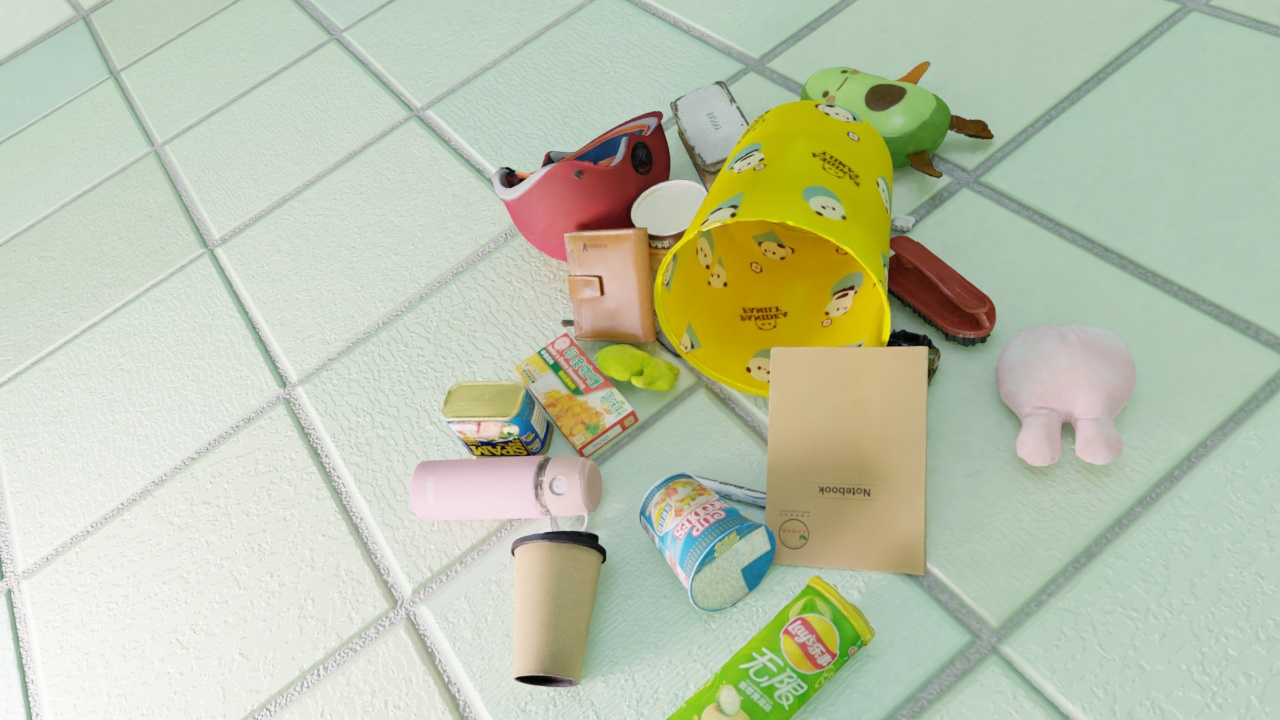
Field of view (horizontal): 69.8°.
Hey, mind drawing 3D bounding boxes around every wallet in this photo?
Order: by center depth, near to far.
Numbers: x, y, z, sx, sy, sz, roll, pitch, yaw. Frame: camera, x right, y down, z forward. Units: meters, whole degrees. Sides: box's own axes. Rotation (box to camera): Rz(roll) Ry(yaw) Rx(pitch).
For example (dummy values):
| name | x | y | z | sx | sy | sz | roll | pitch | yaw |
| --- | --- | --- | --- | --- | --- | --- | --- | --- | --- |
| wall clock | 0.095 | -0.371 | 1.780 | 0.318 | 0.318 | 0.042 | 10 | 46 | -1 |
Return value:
| name | x | y | z | sx | sy | sz | roll | pitch | yaw |
| --- | --- | --- | --- | --- | --- | --- | --- | --- | --- |
| wallet | -0.039 | -0.086 | 1.055 | 0.119 | 0.131 | 0.035 | 1 | 14 | 26 |

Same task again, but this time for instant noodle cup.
| name | x | y | z | sx | sy | sz | roll | pitch | yaw |
| --- | --- | --- | --- | --- | --- | --- | --- | --- | --- |
| instant noodle cup | 0.055 | 0.164 | 0.863 | 0.099 | 0.099 | 0.110 | -38 | 43 | -12 |
| instant noodle cup | 0.048 | -0.142 | 1.086 | 0.118 | 0.114 | 0.118 | -10 | 50 | 12 |

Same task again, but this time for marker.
| name | x | y | z | sx | sy | sz | roll | pitch | yaw |
| --- | --- | --- | --- | --- | --- | --- | --- | --- | --- |
| marker | 0.101 | 0.133 | 0.913 | 0.146 | 0.017 | 0.016 | 10 | 58 | 27 |

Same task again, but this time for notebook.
| name | x | y | z | sx | sy | sz | roll | pitch | yaw |
| --- | --- | --- | --- | --- | --- | --- | --- | --- | --- |
| notebook | 0.191 | 0.089 | 0.857 | 0.148 | 0.008 | 0.207 | 0 | 82 | 20 |

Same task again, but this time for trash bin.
| name | x | y | z | sx | sy | sz | roll | pitch | yaw |
| --- | --- | --- | --- | --- | --- | --- | --- | --- | --- |
| trash bin | 0.158 | -0.129 | 0.963 | 0.230 | 0.230 | 0.254 | 2 | 45 | 22 |

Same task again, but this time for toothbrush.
| name | x | y | z | sx | sy | sz | roll | pitch | yaw |
| --- | --- | --- | --- | --- | --- | --- | --- | --- | --- |
| toothbrush | 0.239 | -0.175 | 1.107 | 0.180 | 0.016 | 0.016 | 12 | 64 | 27 |

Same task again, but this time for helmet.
| name | x | y | z | sx | sy | sz | roll | pitch | yaw |
| --- | --- | --- | --- | --- | --- | --- | --- | --- | --- |
| helmet | -0.054 | -0.210 | 1.157 | 0.239 | 0.144 | 0.207 | -33 | 22 | -30 |

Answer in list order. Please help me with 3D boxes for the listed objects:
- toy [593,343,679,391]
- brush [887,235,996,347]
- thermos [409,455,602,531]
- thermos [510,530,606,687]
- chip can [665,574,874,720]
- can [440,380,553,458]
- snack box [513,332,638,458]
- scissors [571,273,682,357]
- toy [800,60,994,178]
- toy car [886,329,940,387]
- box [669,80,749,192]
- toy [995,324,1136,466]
| name | x | y | z | sx | sy | sz | roll | pitch | yaw |
| --- | --- | --- | --- | --- | --- | --- | --- | --- | --- |
| toy | -0.006 | 0.006 | 1.030 | 0.100 | 0.031 | 0.096 | 10 | 23 | 7 |
| brush | 0.313 | -0.074 | 0.964 | 0.063 | 0.069 | 0.146 | -34 | 50 | -6 |
| thermos | -0.140 | 0.145 | 0.968 | 0.199 | 0.067 | 0.087 | -3 | 84 | 16 |
| thermos | -0.081 | 0.229 | 0.864 | 0.093 | 0.093 | 0.143 | -6 | 60 | 16 |
| chip can | 0.093 | 0.279 | 0.765 | 0.221 | 0.073 | 0.072 | -40 | 51 | -12 |
| can | -0.159 | 0.067 | 1.017 | 0.102 | 0.083 | 0.057 | -2 | 53 | 19 |
| snack box | -0.075 | 0.038 | 1.046 | 0.077 | 0.027 | 0.156 | -35 | 50 | -10 |
| scissors | -0.012 | -0.048 | 1.079 | 0.180 | 0.019 | 0.144 | 48 | 115 | 16 |
| toy | 0.298 | -0.300 | 1.136 | 0.247 | 0.090 | 0.226 | 32 | 63 | 33 |
| toy car | 0.248 | 0.033 | 0.921 | 0.070 | 0.042 | 0.157 | 18 | 62 | 30 |
| box | 0.105 | -0.293 | 1.221 | 0.090 | 0.061 | 0.184 | -20 | 51 | 5 |
| toy | 0.396 | 0.032 | 0.859 | 0.121 | 0.054 | 0.159 | -2 | 52 | 27 |
